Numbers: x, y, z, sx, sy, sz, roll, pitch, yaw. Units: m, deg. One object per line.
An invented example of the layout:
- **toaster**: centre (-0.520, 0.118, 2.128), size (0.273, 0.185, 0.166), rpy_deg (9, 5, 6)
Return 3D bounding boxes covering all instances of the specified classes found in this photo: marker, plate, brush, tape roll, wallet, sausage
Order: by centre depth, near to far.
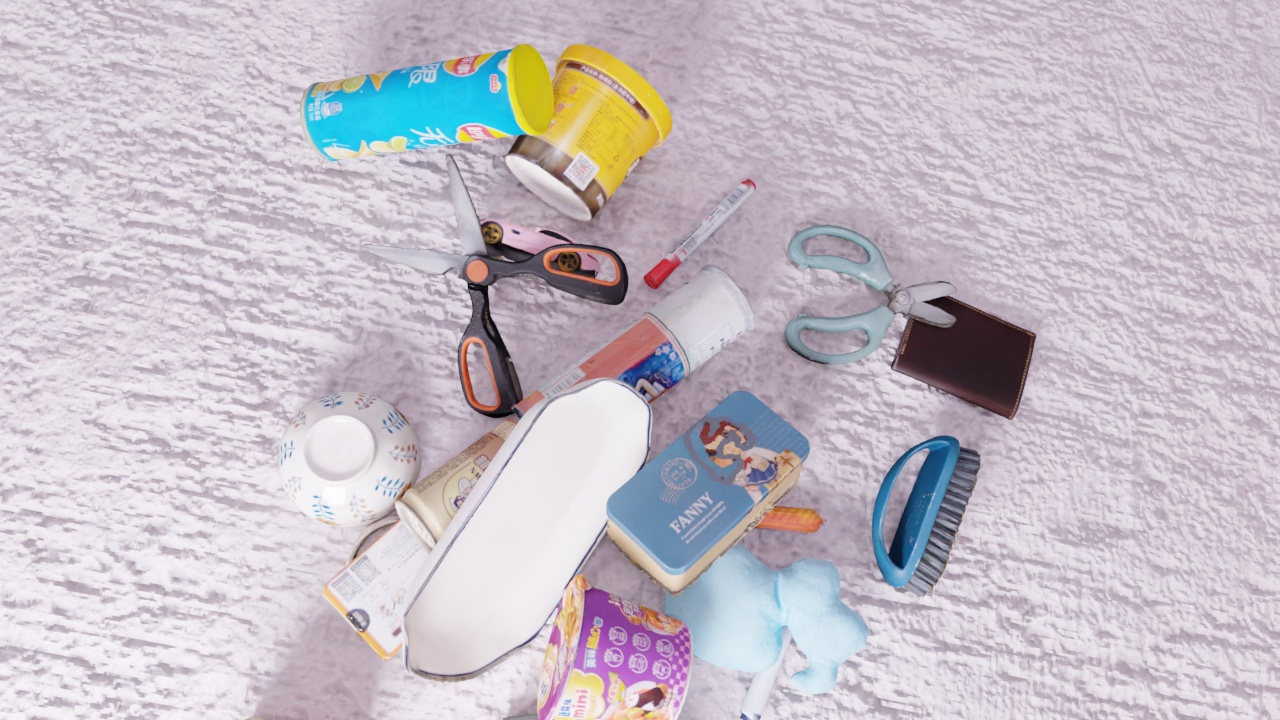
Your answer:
- **plate**: centre (-0.089, 0.125, 0.703), size (0.034, 0.162, 0.265), rpy_deg (32, 88, 35)
- **tape roll**: centre (-0.196, 0.171, 0.749), size (0.085, 0.014, 0.085), rpy_deg (2, 75, -7)
- **marker**: centre (0.116, 0.242, 0.770), size (0.022, 0.018, 0.130), rpy_deg (29, 73, -9)
- **sausage**: centre (0.081, 0.133, 0.792), size (0.165, 0.021, 0.021), rpy_deg (6, 74, -6)
- **brush**: centre (0.242, 0.128, 0.797), size (0.073, 0.055, 0.143), rpy_deg (28, 74, -1)
- **marker**: centre (0.057, -0.120, 0.859), size (0.017, 0.017, 0.145), rpy_deg (44, 74, 5)
- **wallet**: centre (0.305, -0.009, 0.862), size (0.122, 0.020, 0.096), rpy_deg (24, 68, 0)

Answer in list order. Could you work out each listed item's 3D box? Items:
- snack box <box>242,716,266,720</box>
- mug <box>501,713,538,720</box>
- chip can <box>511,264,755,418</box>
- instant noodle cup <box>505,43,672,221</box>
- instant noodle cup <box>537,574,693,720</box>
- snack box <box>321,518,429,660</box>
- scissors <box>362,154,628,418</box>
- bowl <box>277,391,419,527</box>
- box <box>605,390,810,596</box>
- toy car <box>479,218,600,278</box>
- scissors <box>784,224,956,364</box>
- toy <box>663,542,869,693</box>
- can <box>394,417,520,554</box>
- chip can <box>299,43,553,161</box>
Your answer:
- **snack box**: centre (-0.262, 0.311, 0.660), size (0.093, 0.094, 0.077), rpy_deg (16, 73, -3)
- **mug**: centre (-0.050, 0.328, 0.699), size (0.103, 0.084, 0.123), rpy_deg (-4, 50, -10)
- **chip can**: centre (-0.005, 0.005, 0.789), size (0.214, 0.071, 0.071), rpy_deg (-36, 82, -15)
- **instant noodle cup**: centre (-0.050, -0.197, 0.818), size (0.118, 0.118, 0.114), rpy_deg (34, 81, 2)
- **instant noodle cup**: centre (-0.018, 0.234, 0.709), size (0.099, 0.112, 0.111), rpy_deg (17, 73, -8)
- **snack box**: centre (-0.168, 0.156, 0.731), size (0.075, 0.026, 0.153), rpy_deg (46, 63, 3)
- **scissors**: centre (-0.124, -0.060, 0.782), size (0.233, 0.021, 0.221), rpy_deg (5, 96, 2)
- **bowl**: centre (-0.240, 0.076, 0.744), size (0.113, 0.062, 0.113), rpy_deg (2, 73, -7)
- **box**: centre (0.051, 0.109, 0.748), size (0.090, 0.062, 0.183), rpy_deg (38, 58, 23)
- **toy car**: centre (-0.094, -0.100, 0.813), size (0.122, 0.056, 0.037), rpy_deg (19, 77, -2)
- **scissors**: centre (0.206, -0.045, 0.851), size (0.176, 0.019, 0.171), rpy_deg (25, 73, 5)
- **toy**: centre (0.093, 0.205, 0.754), size (0.156, 0.050, 0.161), rpy_deg (-25, 72, -2)
- **can**: centre (-0.128, 0.098, 0.718), size (0.116, 0.059, 0.058), rpy_deg (-36, 82, -27)
- **chip can**: centre (-0.182, -0.215, 0.776), size (0.210, 0.071, 0.071), rpy_deg (-2, 73, 22)
